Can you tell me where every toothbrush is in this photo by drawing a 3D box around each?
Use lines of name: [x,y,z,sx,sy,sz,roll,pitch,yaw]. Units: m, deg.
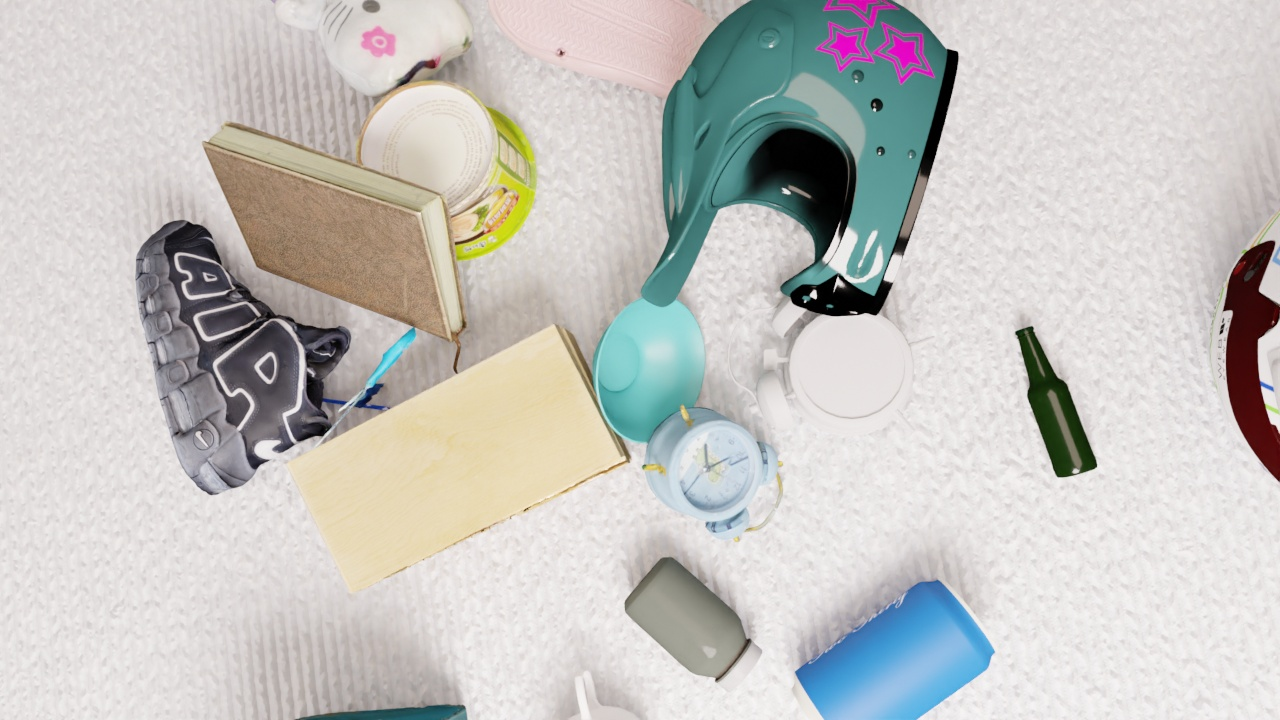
toothbrush: [-0.314,0.029,0.817,0.187,0.016,0.011,6,83,4]

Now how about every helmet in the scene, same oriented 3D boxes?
helmet: [0.519,-0.011,0.621,0.231,0.236,0.314,35,81,4]
helmet: [0.110,-0.157,0.704,0.200,0.176,0.274,17,78,5]

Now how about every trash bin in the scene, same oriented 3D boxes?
trash bin: [-0.213,0.387,0.690,0.196,0.199,0.218,-6,77,4]

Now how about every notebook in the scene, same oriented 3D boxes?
notebook: [-0.243,-0.087,0.765,0.215,0.190,0.034,20,51,16]

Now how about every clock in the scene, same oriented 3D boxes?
clock: [0.151,0.004,0.752,0.159,0.061,0.120,13,86,12]
clock: [0.063,0.092,0.744,0.124,0.052,0.088,36,82,-19]

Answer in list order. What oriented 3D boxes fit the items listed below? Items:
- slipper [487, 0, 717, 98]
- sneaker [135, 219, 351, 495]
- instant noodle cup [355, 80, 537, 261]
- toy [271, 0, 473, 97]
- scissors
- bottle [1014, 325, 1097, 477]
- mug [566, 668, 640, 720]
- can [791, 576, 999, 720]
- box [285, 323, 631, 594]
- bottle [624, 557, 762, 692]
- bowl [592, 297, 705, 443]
slipper: [-0.030,-0.291,0.798,0.221,0.056,0.106,23,88,-3]
sneaker: [-0.329,-0.024,0.783,0.150,0.097,0.252,-17,72,-11]
instant noodle cup: [-0.167,-0.163,0.778,0.146,0.098,0.146,-1,84,6]
toy: [-0.250,-0.307,0.800,0.209,0.086,0.137,41,56,15]
scissors: [-0.227,0.027,0.756,0.014,0.127,0.127,37,63,-9]
bottle: [0.331,0.032,0.740,0.033,0.033,0.123,-18,82,4]
mug: [-0.034,0.305,0.729,0.090,0.076,0.124,-14,83,4]
can: [0.194,0.238,0.710,0.146,0.079,0.079,-36,82,1]
box: [-0.147,0.081,0.760,0.249,0.092,0.128,-26,79,4]
bottle: [0.043,0.213,0.738,0.108,0.060,0.060,41,89,8]
bowl: [-0.004,0.004,0.758,0.046,0.121,0.121,11,84,47]
